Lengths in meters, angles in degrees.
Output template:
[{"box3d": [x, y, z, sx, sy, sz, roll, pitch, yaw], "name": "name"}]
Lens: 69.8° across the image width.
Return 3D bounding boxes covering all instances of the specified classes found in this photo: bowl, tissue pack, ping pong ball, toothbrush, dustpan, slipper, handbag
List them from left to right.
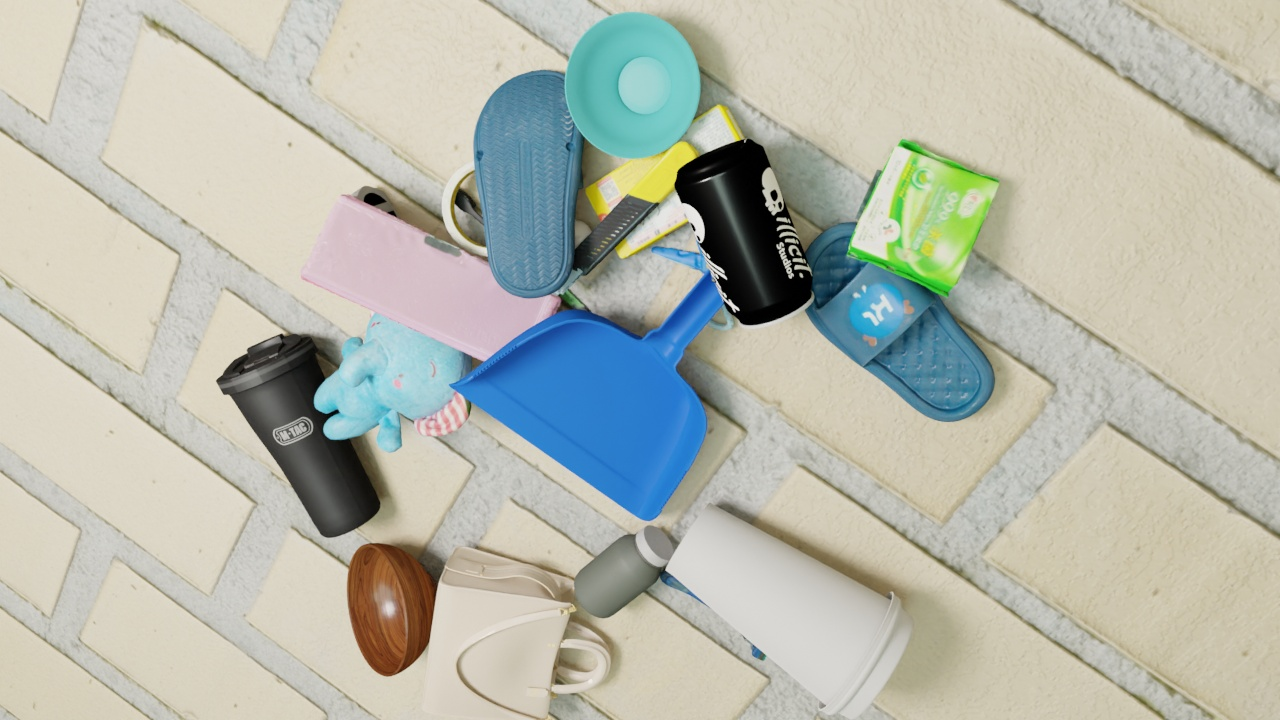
[{"box3d": [-0.270, 0.276, 1.043, 0.147, 0.068, 0.147, 6, 99, 48], "name": "bowl"}, {"box3d": [-0.120, -0.108, 0.913, 0.188, 0.017, 0.014, 42, 118, -4], "name": "toothbrush"}, {"box3d": [-0.130, 0.316, 1.021, 0.198, 0.101, 0.195, 12, 111, -1], "name": "handbag"}, {"box3d": [-0.101, -0.162, 0.846, 0.104, 0.059, 0.213, 1, 85, 5], "name": "slipper"}, {"box3d": [-0.065, -0.115, 0.877, 0.040, 0.040, 0.040, 5, 109, 15], "name": "ping pong ball"}, {"box3d": [-0.005, 0.005, 0.869, 0.245, 0.059, 0.258, 38, 98, -19], "name": "dustpan"}, {"box3d": [-0.002, -0.243, 0.813, 0.121, 0.046, 0.121, 5, 109, 15], "name": "bowl"}, {"box3d": [0.223, -0.026, 0.813, 0.213, 0.059, 0.104, 46, 117, -3], "name": "slipper"}, {"box3d": [0.235, -0.120, 0.771, 0.099, 0.034, 0.114, 24, 85, 9], "name": "tissue pack"}]

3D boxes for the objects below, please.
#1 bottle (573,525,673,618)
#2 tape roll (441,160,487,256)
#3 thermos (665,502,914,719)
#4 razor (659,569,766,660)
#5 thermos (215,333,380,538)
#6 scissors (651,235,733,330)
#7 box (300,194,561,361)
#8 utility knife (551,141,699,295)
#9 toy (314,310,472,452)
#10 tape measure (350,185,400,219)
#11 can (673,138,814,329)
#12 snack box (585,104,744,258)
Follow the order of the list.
[{"box3d": [-0.017, 0.221, 0.964, 0.060, 0.060, 0.109, 46, 114, -2], "name": "bottle"}, {"box3d": [-0.144, -0.148, 0.888, 0.094, 0.019, 0.094, 0, 100, 2], "name": "tape roll"}, {"box3d": [0.139, 0.235, 0.896, 0.222, 0.131, 0.132, 33, 114, 12], "name": "thermos"}, {"box3d": [0.082, 0.261, 0.972, 0.141, 0.018, 0.044, 33, 111, 8], "name": "razor"}, {"box3d": [-0.365, 0.084, 1.004, 0.106, 0.105, 0.219, -16, 108, 20], "name": "thermos"}, {"box3d": [0.068, -0.083, 0.866, 0.125, 0.016, 0.125, 17, 109, 15], "name": "scissors"}, {"box3d": [-0.199, -0.069, 0.882, 0.232, 0.041, 0.098, 24, 85, -13], "name": "box"}, {"box3d": [-0.022, -0.124, 0.838, 0.198, 0.020, 0.029, -42, 85, 21], "name": "utility knife"}, {"box3d": [-0.259, 0.011, 0.927, 0.181, 0.115, 0.183, -28, 72, 6], "name": "toy"}, {"box3d": [-0.266, -0.142, 0.914, 0.017, 0.064, 0.064, -25, 101, 22], "name": "tape measure"}, {"box3d": [0.090, -0.107, 0.780, 0.080, 0.080, 0.146, -18, 109, 21], "name": "can"}, {"box3d": [0.029, -0.161, 0.838, 0.152, 0.025, 0.075, -28, 92, 22], "name": "snack box"}]
